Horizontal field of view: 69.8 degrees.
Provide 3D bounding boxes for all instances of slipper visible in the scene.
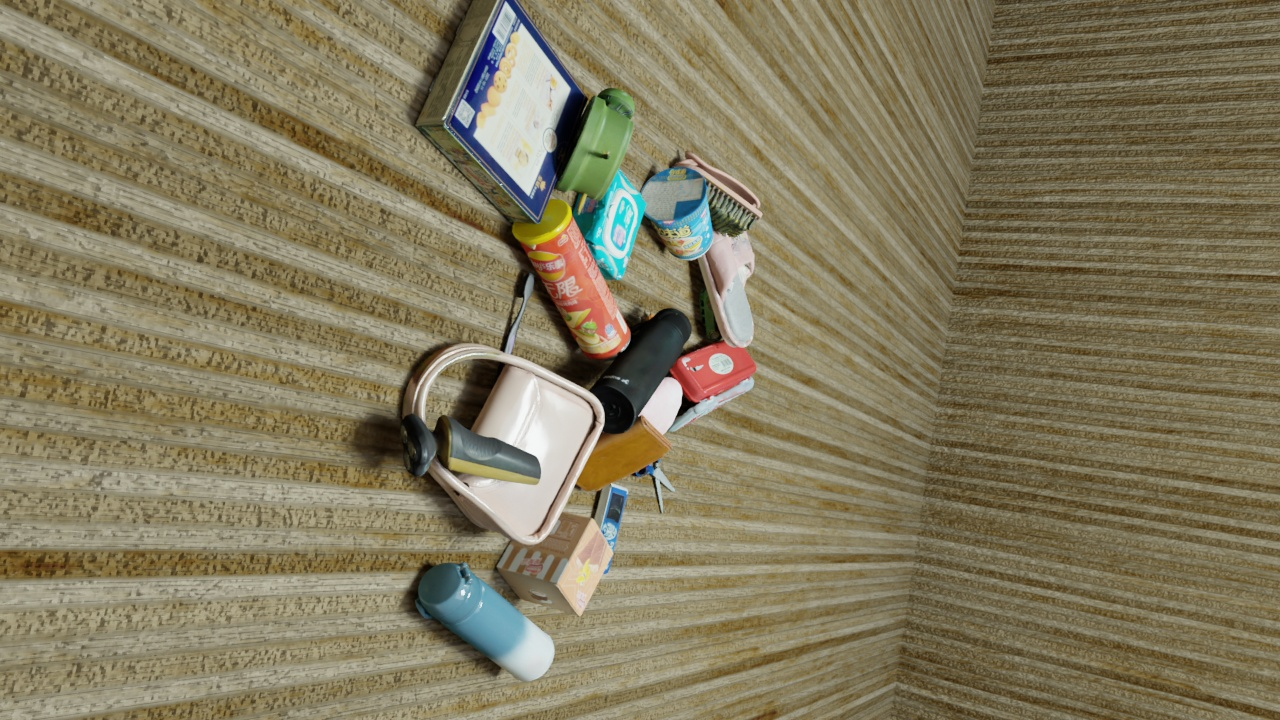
[{"bbox_3d":[0.140,-0.154,1.439,0.114,0.055,0.274,-21,101,-53],"label":"slipper"}]

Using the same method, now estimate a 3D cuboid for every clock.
[{"bbox_3d":[-0.052,-0.257,1.088,0.116,0.056,0.160,-53,-160,44],"label":"clock"}]

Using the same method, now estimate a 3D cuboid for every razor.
[{"bbox_3d":[-0.170,0.099,0.933,0.167,0.062,0.068,23,105,-41],"label":"razor"}]

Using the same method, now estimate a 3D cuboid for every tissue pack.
[{"bbox_3d":[-0.042,-0.180,1.177,0.093,0.050,0.133,38,63,-54],"label":"tissue pack"}]

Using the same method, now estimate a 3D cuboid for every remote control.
[{"bbox_3d":[-0.049,0.232,1.273,0.049,0.024,0.124,32,70,-57],"label":"remote control"}]

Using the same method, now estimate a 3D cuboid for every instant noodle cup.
[{"bbox_3d":[0.058,-0.202,1.309,0.110,0.099,0.099,62,45,-56],"label":"instant noodle cup"}]

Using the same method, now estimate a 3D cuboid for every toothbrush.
[{"bbox_3d":[-0.155,-0.014,1.064,0.014,0.017,0.189,24,78,-49],"label":"toothbrush"}]

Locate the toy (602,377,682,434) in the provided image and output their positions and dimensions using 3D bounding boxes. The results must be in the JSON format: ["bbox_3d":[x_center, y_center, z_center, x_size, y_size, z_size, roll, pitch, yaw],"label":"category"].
[{"bbox_3d":[-0.004,0.083,1.272,0.159,0.054,0.122,-25,144,-45],"label":"toy"}]

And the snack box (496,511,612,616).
[{"bbox_3d":[-0.103,0.243,1.119,0.094,0.093,0.077,-60,143,-34],"label":"snack box"}]

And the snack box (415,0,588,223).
[{"bbox_3d":[-0.142,-0.272,0.996,0.182,0.046,0.177,46,57,-53],"label":"snack box"}]

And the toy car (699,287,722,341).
[{"bbox_3d":[0.117,-0.076,1.477,0.043,0.036,0.091,-36,122,-52],"label":"toy car"}]

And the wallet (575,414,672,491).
[{"bbox_3d":[-0.031,0.127,1.195,0.119,0.131,0.035,45,21,-57],"label":"wallet"}]

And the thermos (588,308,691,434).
[{"bbox_3d":[-0.007,0.007,1.205,0.241,0.090,0.068,-53,138,-57],"label":"thermos"}]

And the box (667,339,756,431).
[{"bbox_3d":[0.100,0.036,1.471,0.095,0.100,0.200,55,34,10],"label":"box"}]

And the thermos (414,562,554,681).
[{"bbox_3d":[-0.174,0.298,1.043,0.220,0.070,0.070,57,49,-46],"label":"thermos"}]

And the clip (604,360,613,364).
[{"bbox_3d":[-0.010,0.001,1.287,0.104,0.035,0.086,29,74,-49],"label":"clip"}]

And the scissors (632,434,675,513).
[{"bbox_3d":[0.019,0.164,1.388,0.162,0.012,0.162,-11,106,-60],"label":"scissors"}]

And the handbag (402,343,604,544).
[{"bbox_3d":[-0.161,0.077,1.009,0.234,0.093,0.193,42,64,-43],"label":"handbag"}]

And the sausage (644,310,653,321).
[{"bbox_3d":[0.016,0.009,1.340,0.021,0.021,0.165,-18,111,-57],"label":"sausage"}]

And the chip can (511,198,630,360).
[{"bbox_3d":[-0.078,-0.093,1.114,0.073,0.073,0.217,-63,143,-31],"label":"chip can"}]

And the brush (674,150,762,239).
[{"bbox_3d":[0.110,-0.248,1.364,0.145,0.063,0.073,34,69,-15],"label":"brush"}]
